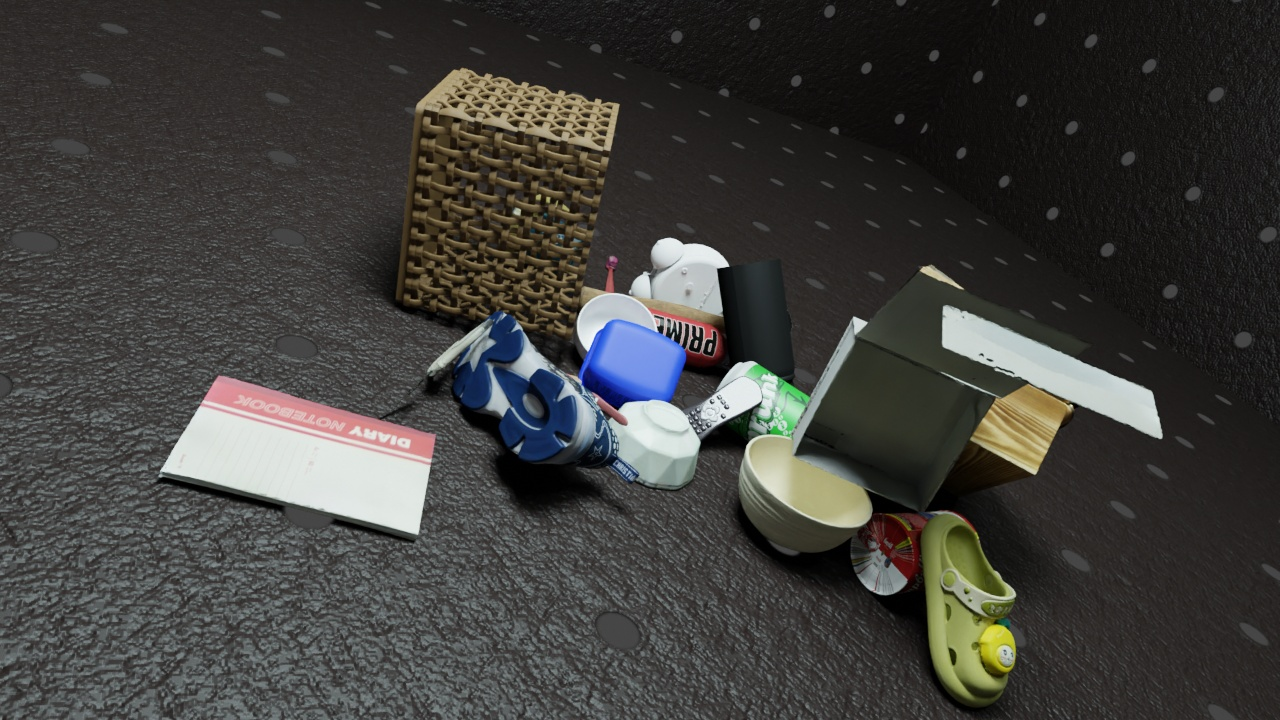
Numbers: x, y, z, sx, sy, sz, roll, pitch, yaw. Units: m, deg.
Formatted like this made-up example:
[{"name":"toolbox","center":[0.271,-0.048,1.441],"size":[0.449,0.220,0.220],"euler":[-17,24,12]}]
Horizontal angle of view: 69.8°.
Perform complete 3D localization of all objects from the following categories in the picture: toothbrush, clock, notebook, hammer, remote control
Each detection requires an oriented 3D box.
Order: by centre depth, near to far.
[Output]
[{"name":"notebook","center":[-0.293,0.083,0.818],"size":[0.208,0.012,0.153],"euler":[18,27,-15]},{"name":"toothbrush","center":[-0.051,0.044,1.028],"size":[0.015,0.015,0.184],"euler":[14,7,-28]},{"name":"remote control","center":[0.091,0.060,1.102],"size":[0.124,0.009,0.046],"euler":[-30,63,-12]},{"name":"hammer","center":[0.064,-0.065,1.304],"size":[0.305,0.132,0.040],"euler":[10,26,-10]},{"name":"clock","center":[0.075,-0.102,1.344],"size":[0.161,0.126,0.072],"euler":[22,26,-19]},{"name":"toothbrush","center":[-0.045,-0.116,1.391],"size":[0.016,0.016,0.189],"euler":[20,27,-11]}]

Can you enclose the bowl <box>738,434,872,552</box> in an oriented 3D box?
[{"name":"bowl","center":[0.169,0.157,1.005],"size":[0.150,0.075,0.150],"euler":[19,26,-10]}]

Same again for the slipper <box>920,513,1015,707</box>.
[{"name":"slipper","center":[0.337,0.242,0.913],"size":[0.091,0.082,0.190],"euler":[13,62,-33]}]

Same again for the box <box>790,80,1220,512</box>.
[{"name":"box","center":[0.309,-0.033,0.876],"size":[0.166,0.480,0.118],"euler":[23,48,1]}]

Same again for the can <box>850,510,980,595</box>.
[{"name":"can","center":[0.303,0.210,1.009],"size":[0.116,0.087,0.086],"euler":[5,33,-34]}]

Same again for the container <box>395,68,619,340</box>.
[{"name":"container","center":[-0.161,-0.198,1.143],"size":[0.214,0.252,0.219],"euler":[12,28,-5]}]

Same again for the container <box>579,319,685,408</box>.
[{"name":"container","center":[-0.007,0.006,1.098],"size":[0.114,0.058,0.096],"euler":[23,70,-6]}]

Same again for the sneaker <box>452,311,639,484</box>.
[{"name":"sneaker","center":[-0.103,0.043,0.983],"size":[0.132,0.103,0.269],"euler":[33,5,-40]}]

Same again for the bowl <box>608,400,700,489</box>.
[{"name":"bowl","center":[0.017,0.084,1.026],"size":[0.117,0.061,0.117],"euler":[20,27,-11]}]

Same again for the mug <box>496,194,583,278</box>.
[{"name":"mug","center":[-0.138,-0.181,1.324],"size":[0.107,0.114,0.083],"euler":[28,38,-1]}]

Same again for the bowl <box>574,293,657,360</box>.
[{"name":"bowl","center":[-0.035,-0.028,1.172],"size":[0.105,0.054,0.104],"euler":[7,61,-13]}]

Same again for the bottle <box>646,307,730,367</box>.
[{"name":"bottle","center":[0.061,-0.027,1.265],"size":[0.176,0.062,0.062],"euler":[14,28,-21]}]

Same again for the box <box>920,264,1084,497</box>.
[{"name":"box","center":[0.382,0.045,1.157],"size":[0.245,0.167,0.279],"euler":[33,-12,9]}]

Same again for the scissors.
[{"name":"scissors","center":[-0.217,0.010,0.967],"size":[0.012,0.163,0.154],"euler":[49,-13,-11]}]

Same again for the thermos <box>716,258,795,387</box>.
[{"name":"thermos","center":[0.159,-0.032,1.235],"size":[0.086,0.198,0.086],"euler":[-9,6,1]}]

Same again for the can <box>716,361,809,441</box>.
[{"name":"can","center":[0.165,0.068,1.152],"size":[0.140,0.088,0.087],"euler":[34,28,18]}]
